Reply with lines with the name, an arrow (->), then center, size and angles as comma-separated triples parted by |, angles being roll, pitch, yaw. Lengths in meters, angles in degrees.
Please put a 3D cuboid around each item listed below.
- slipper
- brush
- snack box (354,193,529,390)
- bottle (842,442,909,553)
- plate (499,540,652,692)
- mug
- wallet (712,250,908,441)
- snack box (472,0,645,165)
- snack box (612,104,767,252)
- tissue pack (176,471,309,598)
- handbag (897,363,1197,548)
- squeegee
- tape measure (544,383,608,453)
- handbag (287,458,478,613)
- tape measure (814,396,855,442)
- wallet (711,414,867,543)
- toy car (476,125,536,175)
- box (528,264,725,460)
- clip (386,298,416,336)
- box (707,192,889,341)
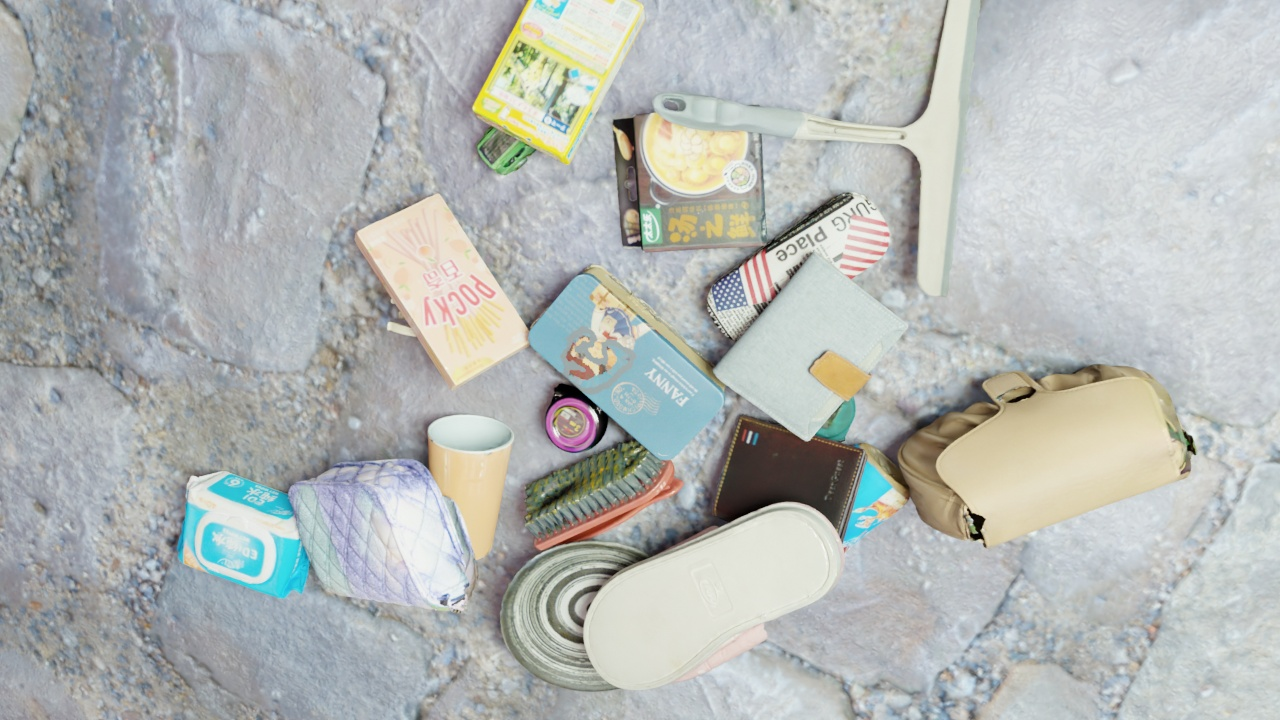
slipper -> 0.059, 0.204, 0.795 | 0.275, 0.054, 0.114 | -37, 77, 28
brush -> -0.033, 0.124, 0.842 | 0.146, 0.063, 0.069 | -26, 128, 15
snack box -> -0.170, -0.061, 0.800 | 0.084, 0.026, 0.157 | -33, 89, -27
bottle -> 0.141, 0.166, 0.813 | 0.065, 0.065, 0.219 | 42, 108, -2
plate -> -0.043, 0.241, 0.874 | 0.179, 0.024, 0.180 | 0, 114, -1
mug -> -0.163, 0.121, 0.858 | 0.078, 0.078, 0.123 | 12, 111, 8
wallet -> 0.140, -0.007, 0.747 | 0.106, 0.037, 0.130 | 36, 108, -10
snack box -> -0.066, -0.241, 0.745 | 0.087, 0.034, 0.140 | 28, 88, 3
snack box -> 0.040, -0.150, 0.763 | 0.126, 0.053, 0.113 | -3, 104, 6
tissue pack -> -0.394, 0.175, 0.919 | 0.140, 0.063, 0.090 | 19, 107, 6
handbag -> 0.307, 0.066, 0.709 | 0.204, 0.147, 0.100 | -22, 101, 6
squeegee -> 0.129, -0.182, 0.710 | 0.246, 0.039, 0.246 | 4, 94, -7
tape measure -> -0.058, 0.054, 0.836 | 0.057, 0.039, 0.058 | 15, 101, 7
handbag -> -0.237, 0.159, 0.839 | 0.194, 0.075, 0.134 | -6, 105, 45
tape measure -> 0.159, 0.041, 0.798 | 0.058, 0.025, 0.054 | 21, 108, 4
wallet -> 0.126, 0.107, 0.785 | 0.122, 0.020, 0.096 | 15, 89, 36
toy car -> -0.100, -0.198, 0.782 | 0.091, 0.036, 0.043 | -41, 92, 14
box -> -0.005, 0.005, 0.803 | 0.184, 0.059, 0.090 | 40, 108, 1
clip -> -0.182, -0.037, 0.823 | 0.103, 0.092, 0.035 | 20, 106, 17
box -> 0.131, -0.077, 0.768 | 0.164, 0.057, 0.071 | -32, 81, 15
